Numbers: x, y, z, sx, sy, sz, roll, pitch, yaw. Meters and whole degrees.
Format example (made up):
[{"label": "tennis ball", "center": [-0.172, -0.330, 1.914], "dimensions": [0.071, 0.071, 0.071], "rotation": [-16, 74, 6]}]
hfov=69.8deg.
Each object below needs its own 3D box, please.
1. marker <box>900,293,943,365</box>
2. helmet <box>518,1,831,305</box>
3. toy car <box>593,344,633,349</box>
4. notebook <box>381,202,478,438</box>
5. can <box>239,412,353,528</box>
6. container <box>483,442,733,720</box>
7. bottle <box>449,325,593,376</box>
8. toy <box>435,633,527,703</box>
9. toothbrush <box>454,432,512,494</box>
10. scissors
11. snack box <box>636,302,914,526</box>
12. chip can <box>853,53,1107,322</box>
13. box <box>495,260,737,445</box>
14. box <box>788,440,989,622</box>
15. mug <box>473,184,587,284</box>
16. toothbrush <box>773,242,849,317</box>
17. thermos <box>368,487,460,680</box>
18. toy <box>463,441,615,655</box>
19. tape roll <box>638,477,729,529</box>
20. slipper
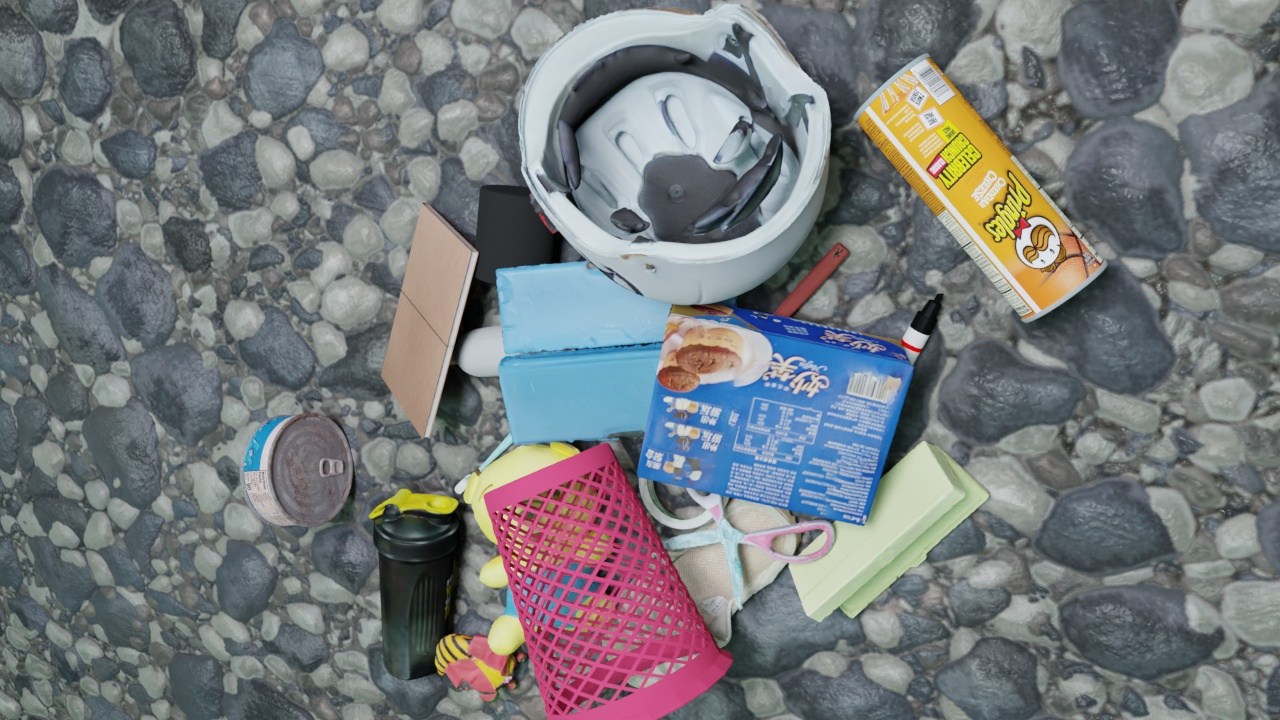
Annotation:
[{"label": "marker", "center": [0.230, 0.004, 0.812], "dimensions": [0.019, 0.019, 0.146], "rotation": [29, 112, 15]}, {"label": "helmet", "center": [0.029, -0.162, 0.774], "dimensions": [0.236, 0.164, 0.264], "rotation": [-44, 67, -9]}, {"label": "toy car", "center": [-0.005, 0.005, 0.905], "dimensions": [0.091, 0.036, 0.042], "rotation": [21, 109, 12]}, {"label": "notebook", "center": [-0.226, -0.044, 0.965], "dimensions": [0.141, 0.008, 0.209], "rotation": [42, 120, 46]}, {"label": "can", "center": [-0.391, 0.126, 1.052], "dimensions": [0.044, 0.129, 0.130], "rotation": [-6, 100, 25]}, {"label": "container", "center": [-0.044, 0.203, 0.845], "dimensions": [0.184, 0.182, 0.225], "rotation": [-25, 85, 26]}, {"label": "bottle", "center": [-0.142, -0.010, 0.953], "dimensions": [0.195, 0.052, 0.052], "rotation": [-5, 101, 25]}, {"label": "toy", "center": [-0.184, 0.345, 1.047], "dimensions": [0.103, 0.046, 0.084], "rotation": [19, 114, -7]}, {"label": "toothbrush", "center": [-0.147, 0.090, 1.001], "dimensions": [0.016, 0.016, 0.181], "rotation": [49, 115, 7]}, {"label": "scissors", "center": [0.094, 0.150, 0.867], "dimensions": [0.171, 0.013, 0.172], "rotation": [-12, 90, 19]}, {"label": "snack box", "center": [0.111, 0.042, 0.795], "dimensions": [0.203, 0.069, 0.155], "rotation": [12, 112, 3]}, {"label": "chip can", "center": [0.268, -0.137, 0.731], "dimensions": [0.075, 0.075, 0.215], "rotation": [-41, 85, 26]}, {"label": "box", "center": [-0.021, -0.008, 0.857], "dimensions": [0.232, 0.047, 0.177], "rotation": [-5, 104, 10]}, {"label": "box", "center": [0.218, 0.158, 0.839], "dimensions": [0.188, 0.090, 0.077], "rotation": [-51, 49, 26]}, {"label": "mug", "center": [-0.104, -0.122, 0.904], "dimensions": [0.113, 0.078, 0.088], "rotation": [6, 107, -6]}, {"label": "toothbrush", "center": [0.124, -0.035, 0.852], "dimensions": [0.016, 0.016, 0.190], "rotation": [44, 114, 6]}, {"label": "thermos", "center": [-0.258, 0.254, 1.049], "dimensions": [0.098, 0.098, 0.221], "rotation": [15, 113, 20]}, {"label": "toy", "center": [-0.105, 0.189, 0.967], "dimensions": [0.149, 0.084, 0.214], "rotation": [-12, 95, 4]}, {"label": "tape roll", "center": [0.043, 0.119, 0.907], "dimensions": [0.094, 0.018, 0.093], "rotation": [-4, 81, 26]}, {"label": "slipper", "center": [0.054, 0.238, 0.931], "dimensions": [0.114, 0.054, 0.273], "rotation": [45, 113, 15]}]
